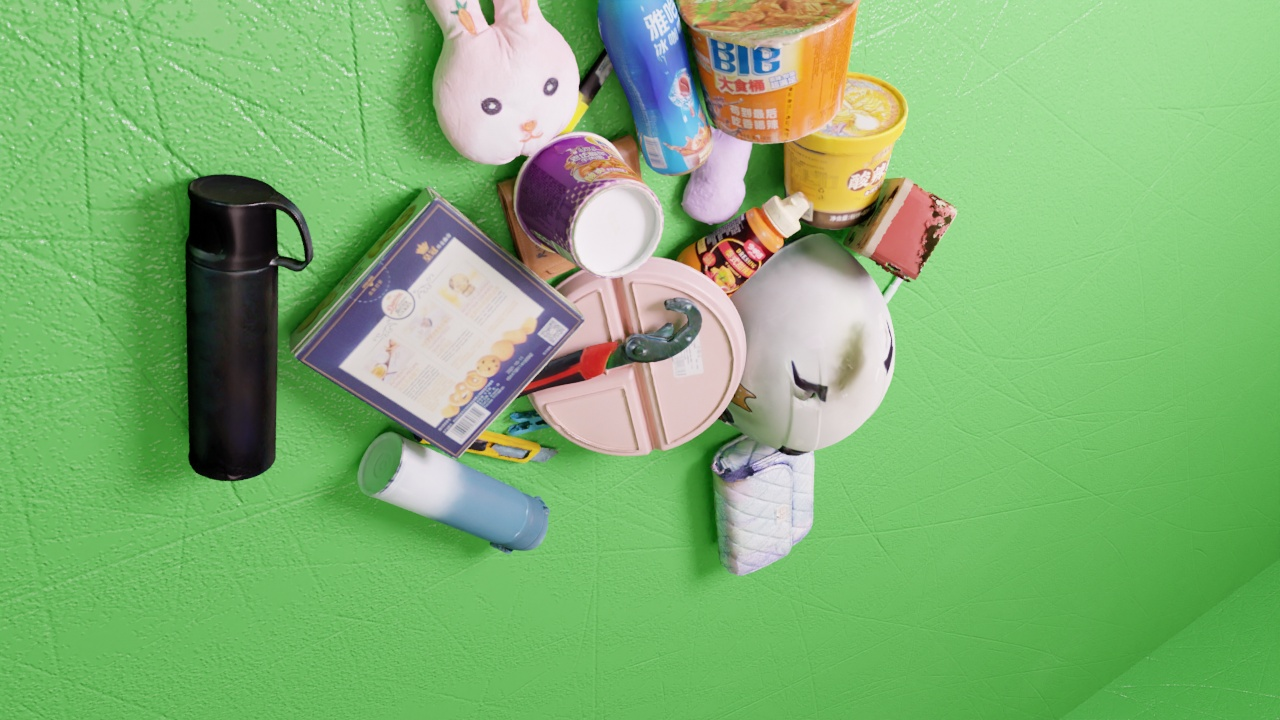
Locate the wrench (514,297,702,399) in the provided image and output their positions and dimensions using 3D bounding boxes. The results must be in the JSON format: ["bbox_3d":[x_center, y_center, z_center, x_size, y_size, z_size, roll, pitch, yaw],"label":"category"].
[{"bbox_3d":[-0.070,0.005,0.880,0.273,0.016,0.056,-19,118,5],"label":"wrench"}]

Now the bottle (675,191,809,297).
[{"bbox_3d":[0.103,-0.114,0.904,0.150,0.066,0.066,-36,138,24],"label":"bottle"}]

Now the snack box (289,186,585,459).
[{"bbox_3d":[-0.173,-0.028,0.803,0.178,0.045,0.182,-46,123,6],"label":"snack box"}]

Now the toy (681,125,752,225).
[{"bbox_3d":[0.072,-0.180,0.881,0.083,0.039,0.108,0,126,-12],"label":"toy"}]

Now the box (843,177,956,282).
[{"bbox_3d":[0.271,-0.135,0.947,0.075,0.168,0.091,29,102,-1],"label":"box"}]

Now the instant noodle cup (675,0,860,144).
[{"bbox_3d":[0.111,-0.264,0.776,0.151,0.151,0.111,-29,142,-12],"label":"instant noodle cup"}]

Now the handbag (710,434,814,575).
[{"bbox_3d":[0.156,0.178,1.175,0.134,0.075,0.194,-24,131,-17],"label":"handbag"}]

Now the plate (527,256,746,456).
[{"bbox_3d":[-0.005,0.005,0.915,0.229,0.028,0.230,-3,121,-5],"label":"plate"}]

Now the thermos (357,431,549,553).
[{"bbox_3d":[-0.181,0.141,0.932,0.070,0.070,0.220,-48,134,6],"label":"thermos"}]

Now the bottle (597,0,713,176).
[{"bbox_3d":[0.006,-0.252,0.750,0.065,0.065,0.219,-34,138,-8],"label":"bottle"}]

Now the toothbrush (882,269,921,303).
[{"bbox_3d":[0.283,-0.042,1.133,0.029,0.021,0.189,22,111,-27],"label":"toothbrush"}]

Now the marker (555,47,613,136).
[{"bbox_3d":[-0.041,-0.237,0.781,0.018,0.015,0.124,27,102,-47],"label":"marker"}]

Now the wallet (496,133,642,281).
[{"bbox_3d":[-0.057,-0.136,0.835,0.131,0.031,0.108,-24,130,-15],"label":"wallet"}]

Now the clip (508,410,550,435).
[{"bbox_3d":[-0.111,0.063,0.957,0.057,0.014,0.048,-10,125,-26],"label":"clip"}]

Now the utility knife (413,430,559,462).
[{"bbox_3d":[-0.156,0.084,0.941,0.180,0.015,0.033,18,114,-41],"label":"utility knife"}]

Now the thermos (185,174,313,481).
[{"bbox_3d":[-0.309,-0.018,0.719,0.090,0.068,0.243,14,119,-1],"label":"thermos"}]

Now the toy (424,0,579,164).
[{"bbox_3d":[-0.111,-0.233,0.714,0.121,0.054,0.160,-26,125,-16],"label":"toy"}]

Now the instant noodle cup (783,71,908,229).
[{"bbox_3d":[0.190,-0.201,0.895,0.118,0.118,0.115,-23,139,-18],"label":"instant noodle cup"}]

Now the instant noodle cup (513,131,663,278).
[{"bbox_3d":[-0.038,-0.125,0.768,0.111,0.099,0.112,-14,123,-23],"label":"instant noodle cup"}]

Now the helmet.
[{"bbox_3d":[0.190,0.005,1.012,0.229,0.157,0.274,-26,133,-15],"label":"helmet"}]
